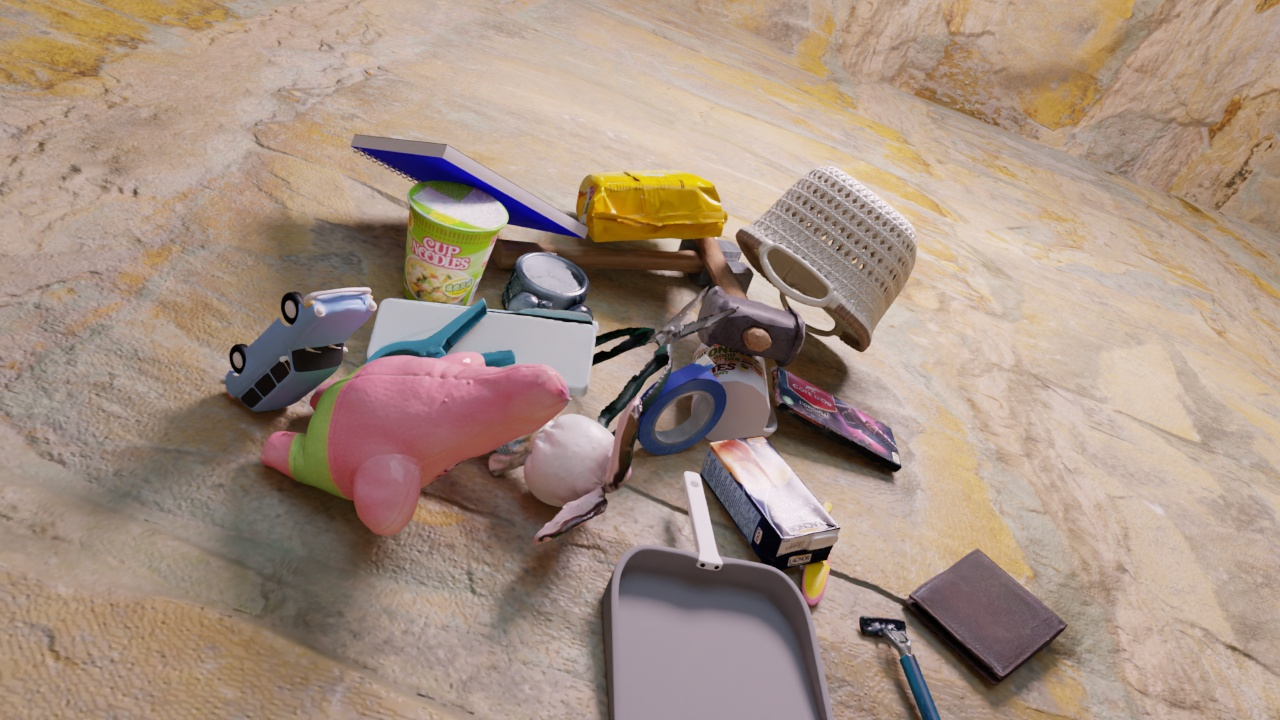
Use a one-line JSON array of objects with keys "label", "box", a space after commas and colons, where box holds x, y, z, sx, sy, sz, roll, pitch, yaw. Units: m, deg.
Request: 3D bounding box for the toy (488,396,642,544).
[{"label": "toy", "box": [-0.080, 0.075, 0.745, 0.205, 0.131, 0.105, 22, -18, 38]}]

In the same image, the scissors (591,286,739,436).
[{"label": "scissors", "box": [-0.005, 0.005, 0.828, 0.015, 0.202, 0.203, 55, 30, -25]}]

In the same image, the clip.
[{"label": "clip", "box": [-0.181, -0.014, 0.788, 0.126, 0.028, 0.113, -35, 70, -19]}]

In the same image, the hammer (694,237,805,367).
[{"label": "hammer", "box": [0.092, -0.088, 0.995, 0.098, 0.052, 0.328, 15, 23, -14]}]

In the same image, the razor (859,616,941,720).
[{"label": "razor", "box": [0.210, 0.251, 0.695, 0.042, 0.022, 0.143, 9, 34, -18]}]

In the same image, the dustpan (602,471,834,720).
[{"label": "dustpan", "box": [0.051, 0.181, 0.690, 0.163, 0.033, 0.257, 13, 32, -15]}]

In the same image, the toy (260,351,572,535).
[{"label": "toy", "box": [-0.156, 0.043, 0.667, 0.237, 0.097, 0.191, -10, 33, 22]}]

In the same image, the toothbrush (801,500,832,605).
[{"label": "toothbrush", "box": [0.156, 0.165, 0.799, 0.021, 0.016, 0.135, 19, 30, 7]}]

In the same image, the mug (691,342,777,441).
[{"label": "mug", "box": [0.099, 0.036, 0.918, 0.105, 0.074, 0.089, 41, 26, -20]}]

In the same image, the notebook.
[{"label": "notebook", "box": [-0.183, -0.187, 0.989, 0.172, 0.022, 0.209, 16, -5, 40]}]

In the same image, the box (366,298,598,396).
[{"label": "box", "box": [-0.139, -0.019, 0.847, 0.197, 0.075, 0.125, 8, 13, -1]}]

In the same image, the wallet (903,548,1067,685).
[{"label": "wallet", "box": [0.299, 0.220, 0.794, 0.119, 0.031, 0.099, -14, 43, -41]}]

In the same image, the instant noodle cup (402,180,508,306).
[{"label": "instant noodle cup", "box": [-0.192, -0.108, 0.913, 0.099, 0.108, 0.098, 16, 31, -10]}]

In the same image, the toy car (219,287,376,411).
[{"label": "toy car", "box": [-0.258, -0.008, 0.693, 0.056, 0.154, 0.054, -13, 75, -54]}]

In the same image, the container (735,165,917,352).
[{"label": "container", "box": [0.216, -0.111, 1.042, 0.184, 0.143, 0.246, 40, 5, 13]}]

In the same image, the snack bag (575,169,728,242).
[{"label": "snack bag", "box": [0.007, -0.192, 1.111, 0.159, 0.068, 0.247, -2, 16, -8]}]

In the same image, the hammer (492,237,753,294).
[{"label": "hammer", "box": [-0.020, -0.123, 1.108, 0.322, 0.051, 0.117, -1, 35, -29]}]

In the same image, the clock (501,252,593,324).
[{"label": "clock", "box": [-0.097, -0.063, 0.962, 0.090, 0.052, 0.129, 10, 37, -19]}]

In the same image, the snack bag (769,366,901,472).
[{"label": "snack bag", "box": [0.205, 0.062, 0.962, 0.155, 0.018, 0.074, 27, 28, -11]}]

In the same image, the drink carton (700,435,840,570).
[{"label": "drink carton", "box": [0.110, 0.122, 0.798, 0.064, 0.040, 0.130, -6, 36, -25]}]

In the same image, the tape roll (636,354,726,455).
[{"label": "tape roll", "box": [0.035, 0.047, 0.833, 0.091, 0.093, 0.016, -31, 51, -10]}]
